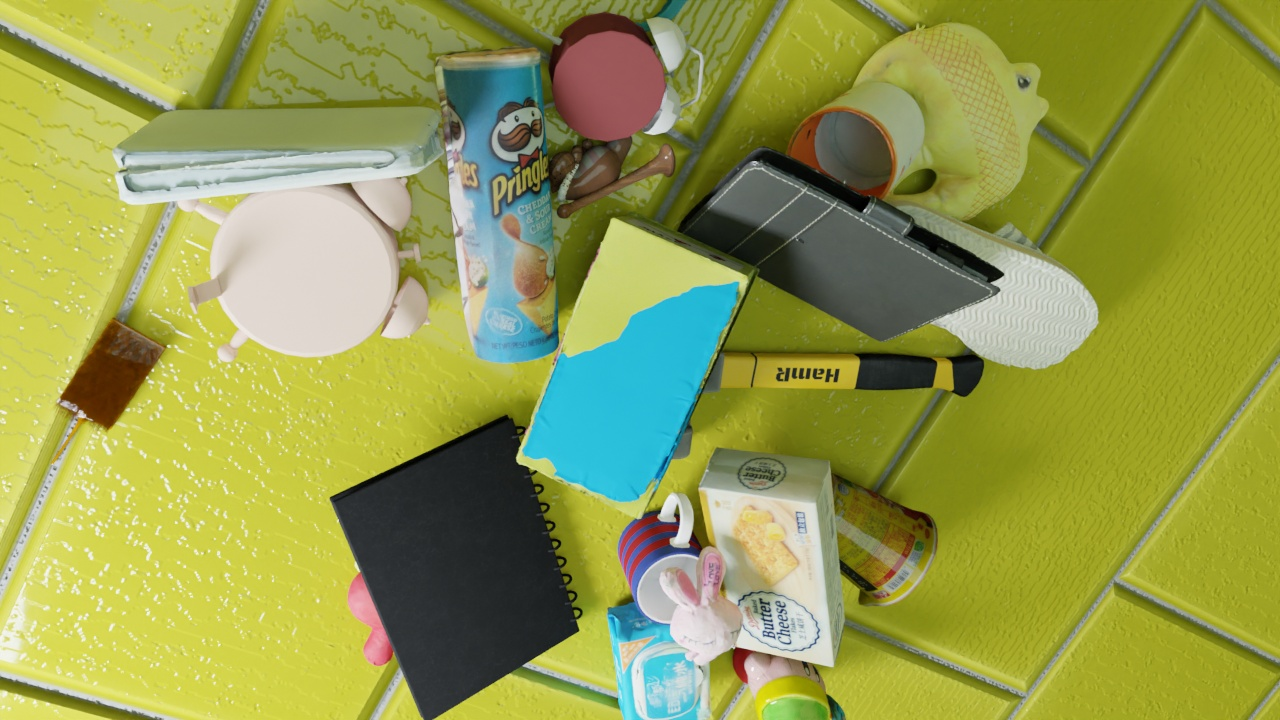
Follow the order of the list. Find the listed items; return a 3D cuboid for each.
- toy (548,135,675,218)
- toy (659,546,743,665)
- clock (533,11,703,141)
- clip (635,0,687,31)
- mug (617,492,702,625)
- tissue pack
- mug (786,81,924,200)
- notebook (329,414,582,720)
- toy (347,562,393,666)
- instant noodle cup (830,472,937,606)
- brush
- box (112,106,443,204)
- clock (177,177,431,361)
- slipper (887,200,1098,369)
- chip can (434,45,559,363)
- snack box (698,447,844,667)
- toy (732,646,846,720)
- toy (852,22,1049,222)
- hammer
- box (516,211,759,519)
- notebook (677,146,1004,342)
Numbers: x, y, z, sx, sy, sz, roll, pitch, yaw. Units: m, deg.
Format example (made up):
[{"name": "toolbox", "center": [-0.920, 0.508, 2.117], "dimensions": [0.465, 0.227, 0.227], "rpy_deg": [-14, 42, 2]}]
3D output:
[{"name": "toy", "center": [-0.029, -0.150, 0.718], "dimensions": [0.101, 0.042, 0.055], "rpy_deg": [-28, 75, -12]}, {"name": "toy", "center": [0.054, 0.215, 0.786], "dimensions": [0.063, 0.047, 0.110], "rpy_deg": [-22, 110, -14]}, {"name": "clock", "center": [-0.015, -0.211, 0.684], "dimensions": [0.124, 0.044, 0.087], "rpy_deg": [-3, 130, -8]}, {"name": "clip", "center": [0.023, -0.302, 0.685], "dimensions": [0.120, 0.033, 0.118], "rpy_deg": [-39, 110, 3]}, {"name": "mug", "center": [0.026, 0.170, 0.831], "dimensions": [0.075, 0.076, 0.112], "rpy_deg": [5, 108, -15]}, {"name": "tissue pack", "center": [0.021, 0.292, 0.883], "dimensions": [0.092, 0.061, 0.144], "rpy_deg": [-10, 112, -10]}, {"name": "mug", "center": [0.168, -0.166, 0.711], "dimensions": [0.082, 0.105, 0.082], "rpy_deg": [14, 122, 23]}, {"name": "notebook", "center": [-0.147, 0.180, 0.796], "dimensions": [0.168, 0.019, 0.232], "rpy_deg": [-25, 115, -25]}, {"name": "toy", "center": [-0.209, 0.207, 0.805], "dimensions": [0.091, 0.045, 0.135], "rpy_deg": [-1, 106, -19]}, {"name": "instant noodle cup", "center": [0.204, 0.158, 0.865], "dimensions": [0.112, 0.100, 0.100], "rpy_deg": [34, 99, -12]}, {"name": "brush", "center": [-0.420, 0.030, 0.706], "dimensions": [0.048, 0.017, 0.126], "rpy_deg": [34, 99, -22]}, {"name": "box", "center": [-0.241, -0.138, 0.629], "dimensions": [0.213, 0.118, 0.063], "rpy_deg": [-2, 120, -2]}, {"name": "clock", "center": [-0.244, -0.068, 0.681], "dimensions": [0.160, 0.086, 0.131], "rpy_deg": [-11, 112, -16]}, {"name": "slipper", "center": [0.290, -0.067, 0.802], "dimensions": [0.272, 0.054, 0.115], "rpy_deg": [22, 127, -27]}, {"name": "chip can", "center": [-0.106, -0.116, 0.696], "dimensions": [0.079, 0.079, 0.230], "rpy_deg": [-6, 112, -11]}, {"name": "snack box", "center": [0.121, 0.178, 0.822], "dimensions": [0.104, 0.057, 0.208], "rpy_deg": [5, 126, 25]}, {"name": "toy", "center": [0.147, 0.344, 0.893], "dimensions": [0.124, 0.131, 0.097], "rpy_deg": [40, 91, -23]}, {"name": "toy", "center": [0.257, -0.198, 0.759], "dimensions": [0.155, 0.064, 0.170], "rpy_deg": [-19, 111, 11]}, {"name": "hammer", "center": [0.166, 0.005, 0.830], "dimensions": [0.324, 0.034, 0.170], "rpy_deg": [1, 108, -15]}, {"name": "box", "center": [-0.004, 0.004, 0.743], "dimensions": [0.124, 0.079, 0.221], "rpy_deg": [23, 106, 7]}, {"name": "notebook", "center": [0.147, -0.083, 0.709], "dimensions": [0.209, 0.170, 0.029], "rpy_deg": [24, 71, -12]}]
